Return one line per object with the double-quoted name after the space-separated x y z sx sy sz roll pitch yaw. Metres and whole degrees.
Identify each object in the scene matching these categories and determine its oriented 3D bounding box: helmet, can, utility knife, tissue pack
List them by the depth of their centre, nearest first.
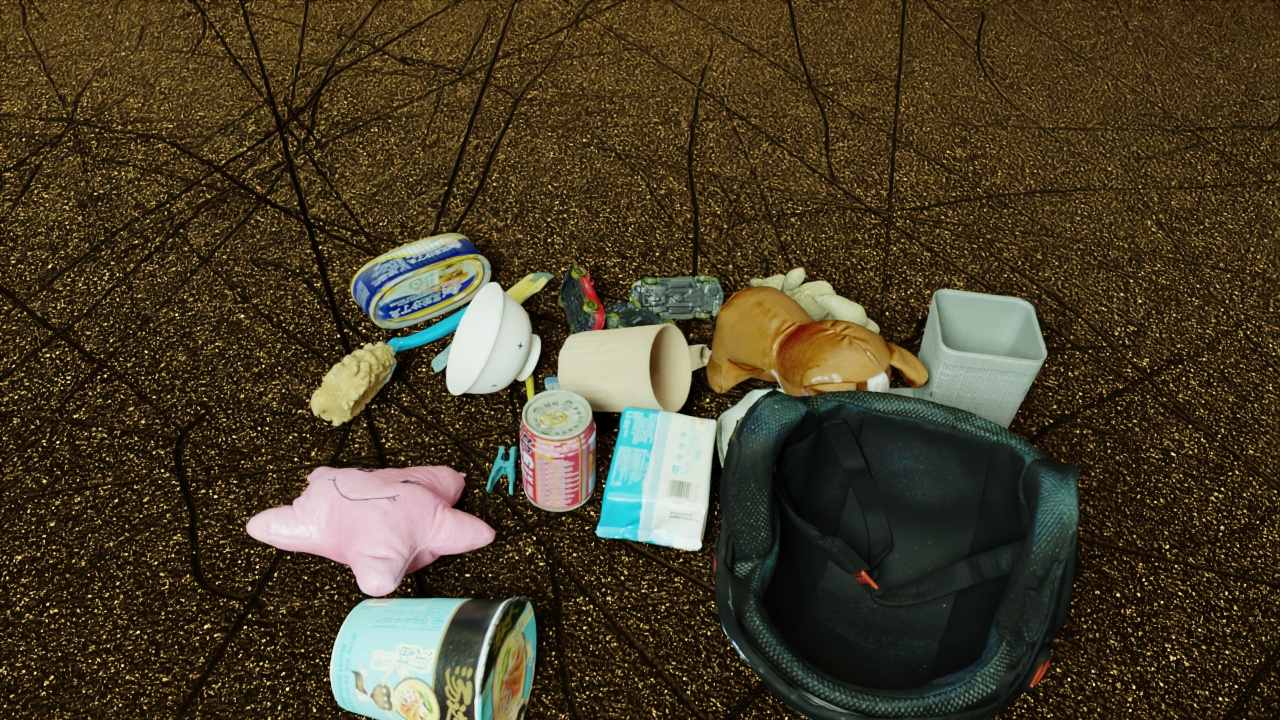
0.172 0.148 0.648 0.234 0.230 0.273 14 52 25 "helmet"
-0.073 0.079 0.811 0.066 0.094 0.066 2 41 -2 "can"
0.017 0.104 0.812 0.090 0.063 0.139 8 42 3 "tissue pack"
-0.238 -0.088 1.008 0.147 0.075 0.049 -25 51 -28 "can"
-0.163 -0.046 1.013 0.031 0.021 0.206 18 48 25 "utility knife"

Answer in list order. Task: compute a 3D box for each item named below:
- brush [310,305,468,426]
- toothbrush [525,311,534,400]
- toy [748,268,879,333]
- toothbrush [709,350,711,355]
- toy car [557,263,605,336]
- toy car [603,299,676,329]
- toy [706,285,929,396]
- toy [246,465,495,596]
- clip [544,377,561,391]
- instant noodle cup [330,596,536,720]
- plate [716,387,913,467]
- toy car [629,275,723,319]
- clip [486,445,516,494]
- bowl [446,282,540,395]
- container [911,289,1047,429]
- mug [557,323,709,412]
-0.233 -0.015 0.940 0.046 0.083 0.253 42 42 7 "brush"
-0.112 0.011 0.947 0.016 0.016 0.189 -2 41 -12 "toothbrush"
0.186 -0.055 0.989 0.157 0.105 0.066 26 86 46 "toy"
0.113 -0.009 0.979 0.189 0.029 0.021 -4 79 -6 "toothbrush"
-0.064 -0.063 1.006 0.031 0.049 0.106 10 37 -30 "toy car"
0.000 -0.034 0.986 0.090 0.035 0.042 29 49 34 "toy car"
0.150 0.007 0.839 0.139 0.130 0.200 -30 29 -29 "toy"
-0.217 0.126 0.767 0.195 0.075 0.178 15 21 30 "toy"
-0.084 0.036 0.917 0.025 0.033 0.057 1 38 -6 "clip"
-0.148 0.217 0.653 0.120 0.111 0.111 2 41 13 "instant noodle cup"
0.202 0.091 0.859 0.265 0.034 0.161 0 42 -4 "plate"
0.040 -0.070 1.028 0.105 0.048 0.032 -3 9 -5 "toy car"
-0.125 0.101 0.846 0.040 0.014 0.056 5 43 1 "clip"
-0.140 -0.012 0.921 0.064 0.119 0.118 22 33 -28 "bowl"
0.303 0.010 0.842 0.090 0.114 0.090 8 42 5 "container"
-0.005 0.005 0.897 0.104 0.084 0.124 -2 10 31 "mug"
